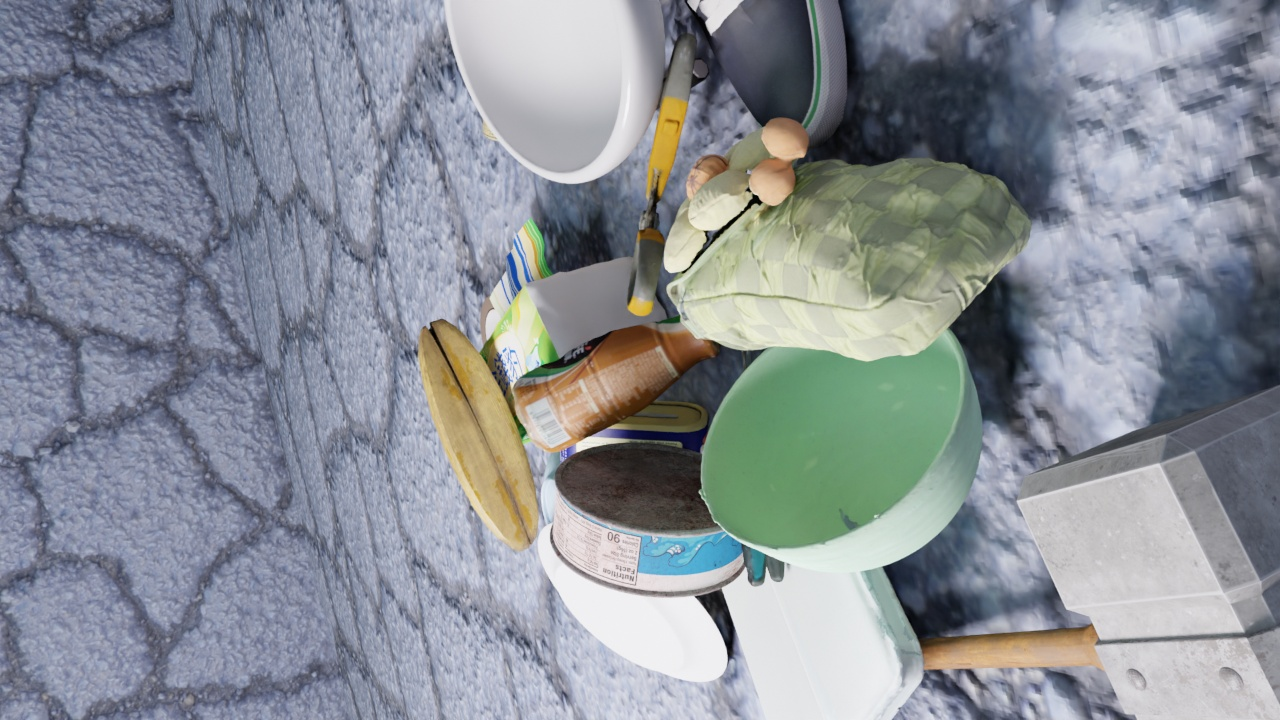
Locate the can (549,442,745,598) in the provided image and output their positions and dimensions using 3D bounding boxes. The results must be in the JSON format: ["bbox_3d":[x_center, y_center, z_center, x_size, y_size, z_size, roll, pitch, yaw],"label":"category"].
[{"bbox_3d":[0.008,0.099,0.594,0.130,0.129,0.044,30,119,51],"label":"can"}]

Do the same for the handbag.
[{"bbox_3d":[0.086,-0.067,0.457,0.117,0.113,0.187,44,163,-27],"label":"handbag"}]

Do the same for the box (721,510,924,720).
[{"bbox_3d":[0.095,0.152,0.580,0.208,0.037,0.189,-107,26,-44],"label":"box"}]

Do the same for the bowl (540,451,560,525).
[{"bbox_3d":[-0.038,0.123,0.793,0.151,0.074,0.151,29,126,51],"label":"bowl"}]

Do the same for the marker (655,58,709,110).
[{"bbox_3d":[0.006,-0.181,0.646,0.124,0.017,0.021,-11,48,58],"label":"marker"}]

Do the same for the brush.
[{"bbox_3d":[-0.130,0.060,0.732,0.195,0.059,0.043,68,159,-5],"label":"brush"}]

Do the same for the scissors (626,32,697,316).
[{"bbox_3d":[0.006,-0.085,0.578,0.226,0.016,0.216,104,175,-54],"label":"scissors"}]

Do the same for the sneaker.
[{"bbox_3d":[0.040,-0.223,0.515,0.084,0.078,0.235,-35,72,57],"label":"sneaker"}]

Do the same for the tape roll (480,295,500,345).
[{"bbox_3d":[-0.128,-0.022,0.923,0.094,0.030,0.094,31,127,50],"label":"tape roll"}]

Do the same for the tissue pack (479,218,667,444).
[{"bbox_3d":[-0.080,-0.029,0.763,0.198,0.120,0.141,-41,70,50],"label":"tissue pack"}]

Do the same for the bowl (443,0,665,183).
[{"bbox_3d":[-0.042,-0.200,0.552,0.177,0.066,0.177,32,137,35],"label":"bowl"}]

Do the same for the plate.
[{"bbox_3d":[-0.015,0.208,0.760,0.189,0.016,0.189,26,142,22],"label":"plate"}]

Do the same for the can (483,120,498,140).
[{"bbox_3d":[-0.120,-0.238,0.811,0.038,0.038,0.080,42,136,44],"label":"can"}]

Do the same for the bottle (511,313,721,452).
[{"bbox_3d":[-0.004,0.004,0.620,0.059,0.167,0.059,60,-169,-19],"label":"bottle"}]

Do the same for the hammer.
[{"bbox_3d":[0.187,0.139,0.442,0.162,0.082,0.318,69,156,11],"label":"hammer"}]

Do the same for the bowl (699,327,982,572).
[{"bbox_3d":[0.113,0.049,0.478,0.077,0.150,0.151,43,165,-31],"label":"bowl"}]

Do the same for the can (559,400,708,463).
[{"bbox_3d":[-0.005,0.081,0.690,0.056,0.116,0.092,-67,-22,-70],"label":"can"}]

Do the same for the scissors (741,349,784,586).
[{"bbox_3d":[0.071,0.066,0.554,0.019,0.126,0.144,-9,119,25],"label":"scissors"}]
